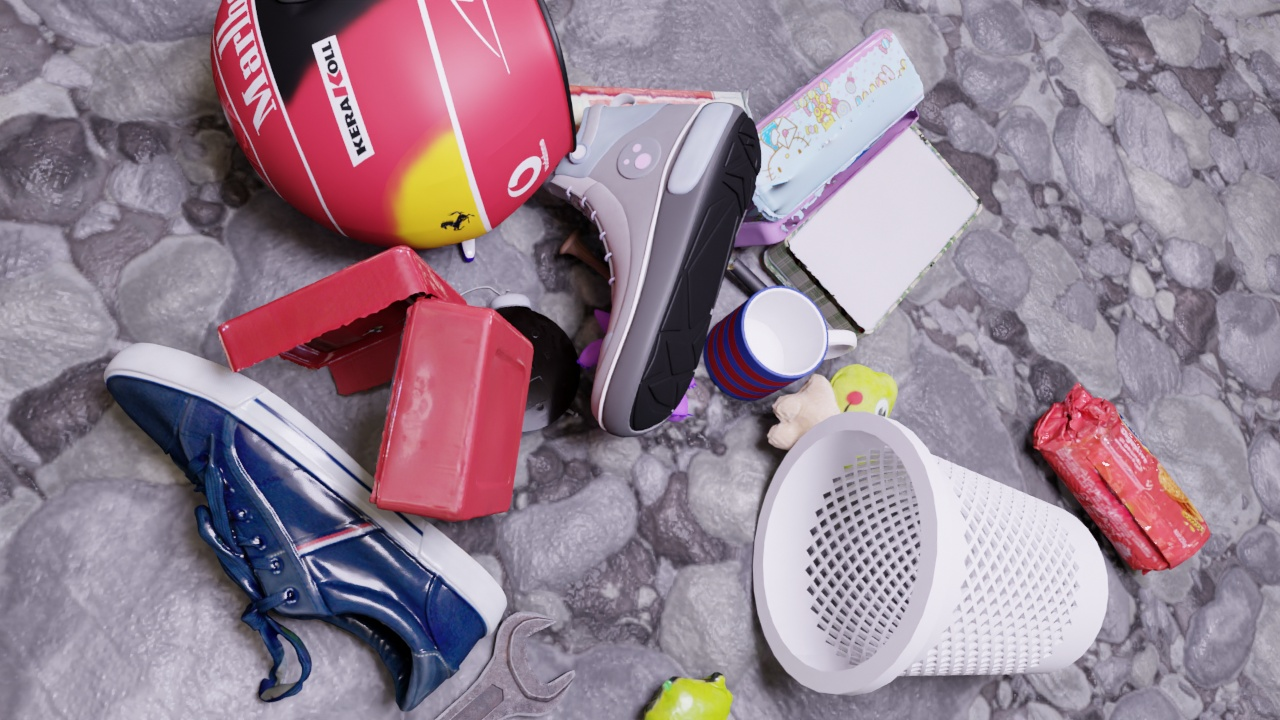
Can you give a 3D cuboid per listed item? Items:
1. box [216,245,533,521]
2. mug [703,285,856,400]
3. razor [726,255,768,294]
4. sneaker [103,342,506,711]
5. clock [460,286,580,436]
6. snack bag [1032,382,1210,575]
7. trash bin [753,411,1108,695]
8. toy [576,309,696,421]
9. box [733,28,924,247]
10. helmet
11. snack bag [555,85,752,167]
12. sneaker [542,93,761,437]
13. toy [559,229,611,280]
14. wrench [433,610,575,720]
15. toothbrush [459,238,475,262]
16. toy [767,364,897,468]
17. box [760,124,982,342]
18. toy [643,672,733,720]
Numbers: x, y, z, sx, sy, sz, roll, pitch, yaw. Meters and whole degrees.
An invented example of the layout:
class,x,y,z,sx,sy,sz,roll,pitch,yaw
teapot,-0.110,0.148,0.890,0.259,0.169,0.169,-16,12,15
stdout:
class,x,y,z,sx,sy,sz,roll,pitch,yaw
box,-0.133,0.029,0.573,0.152,0.157,0.165,-29,81,0
mug,0.117,-0.012,0.744,0.111,0.076,0.075,2,74,-19
razor,0.095,-0.063,0.778,0.144,0.022,0.042,38,46,-9
sneaker,-0.232,0.115,0.573,0.294,0.121,0.127,42,53,-7
clock,-0.101,0.001,0.688,0.094,0.035,0.122,-28,84,-24
snack bag,0.424,0.109,0.815,0.082,0.082,0.176,-38,88,-24
trash bin,0.223,0.155,0.684,0.199,0.196,0.195,15,70,-25
toy,-0.004,0.004,0.710,0.106,0.056,0.088,11,68,-28
box,0.146,-0.194,0.783,0.213,0.090,0.093,-42,114,-23
helmet,-0.172,-0.206,0.630,0.224,0.198,0.270,-17,71,-5
snack bag,-0.010,-0.192,0.774,0.225,0.041,0.077,-3,76,-21
sneaker,-0.019,-0.079,0.673,0.160,0.093,0.256,15,77,26
toy,-0.010,-0.076,0.734,0.102,0.055,0.041,40,28,-11
wrench,-0.153,0.269,0.599,0.272,0.010,0.070,-37,86,-27
toothbrush,-0.148,-0.167,0.731,0.015,0.016,0.186,-6,76,-21
toy,0.156,0.048,0.745,0.117,0.043,0.092,2,104,-27
box,0.210,-0.114,0.823,0.117,0.050,0.205,46,66,-4
toy,0.034,0.274,0.656,0.094,0.036,0.093,-33,92,-18
